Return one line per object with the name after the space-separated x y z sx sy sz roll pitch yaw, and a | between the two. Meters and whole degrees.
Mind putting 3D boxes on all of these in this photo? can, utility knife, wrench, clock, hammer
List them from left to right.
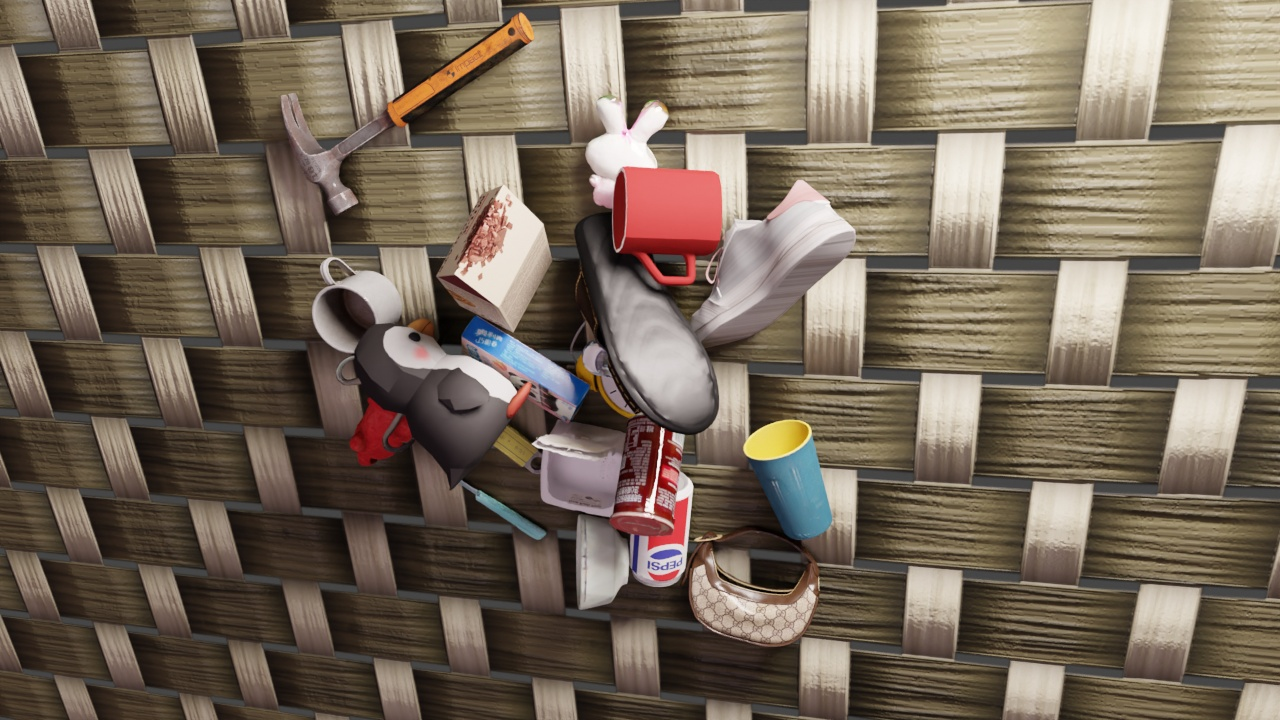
-0.253 -0.288 0.988 0.315 0.034 0.138 -25 105 22 | hammer
-0.217 0.057 1.096 0.273 0.018 0.083 41 89 -22 | wrench
-0.185 0.192 1.188 0.141 0.015 0.022 33 136 0 | utility knife
-0.006 0.006 1.042 0.152 0.051 0.114 30 117 -4 | clock
0.024 0.201 1.107 0.070 0.070 0.132 9 115 11 | can

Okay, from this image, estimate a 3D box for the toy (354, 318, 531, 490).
-0.235 0.038 1.003 0.184 0.159 0.140 35 75 -4 | toy

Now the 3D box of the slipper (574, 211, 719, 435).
-0.001 -0.037 0.958 0.076 0.112 0.267 115 136 -60 | slipper

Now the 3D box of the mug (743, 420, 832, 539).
0.173 0.139 1.043 0.078 0.078 0.121 -15 113 20 | mug

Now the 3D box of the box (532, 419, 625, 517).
-0.067 0.122 1.064 0.107 0.131 0.152 10 116 8 | box

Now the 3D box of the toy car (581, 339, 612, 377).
-0.021 0.004 0.999 0.090 0.027 0.039 12 120 1 | toy car

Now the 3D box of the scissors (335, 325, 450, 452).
-0.282 0.028 1.094 0.157 0.012 0.170 19 85 -14 | scissors

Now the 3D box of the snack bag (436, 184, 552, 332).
-0.149 -0.103 0.934 0.070 0.206 0.094 27 82 2 | snack bag

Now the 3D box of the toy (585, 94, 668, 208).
-0.020 -0.216 0.956 0.079 0.038 0.123 15 117 -8 | toy

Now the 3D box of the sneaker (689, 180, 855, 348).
0.116 -0.097 0.947 0.237 0.099 0.089 -42 64 43 | sneaker

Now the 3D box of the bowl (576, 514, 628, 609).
-0.047 0.247 1.130 0.061 0.117 0.117 1 114 -6 | bowl

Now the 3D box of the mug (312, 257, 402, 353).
-0.337 -0.072 1.082 0.084 0.070 0.113 -9 110 18 | mug

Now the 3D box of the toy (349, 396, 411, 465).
-0.311 0.097 1.147 0.094 0.088 0.133 28 118 -10 | toy

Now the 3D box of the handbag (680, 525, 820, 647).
0.135 0.269 1.123 0.166 0.063 0.138 12 99 13 | handbag

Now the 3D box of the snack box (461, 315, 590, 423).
-0.135 0.012 1.060 0.154 0.033 0.088 31 160 0 | snack box

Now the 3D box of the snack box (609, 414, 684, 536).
0.010 0.129 1.026 0.072 0.121 0.072 7 153 4 | snack box

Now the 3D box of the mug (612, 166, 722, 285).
0.025 -0.134 0.928 0.096 0.080 0.116 0 87 -12 | mug
